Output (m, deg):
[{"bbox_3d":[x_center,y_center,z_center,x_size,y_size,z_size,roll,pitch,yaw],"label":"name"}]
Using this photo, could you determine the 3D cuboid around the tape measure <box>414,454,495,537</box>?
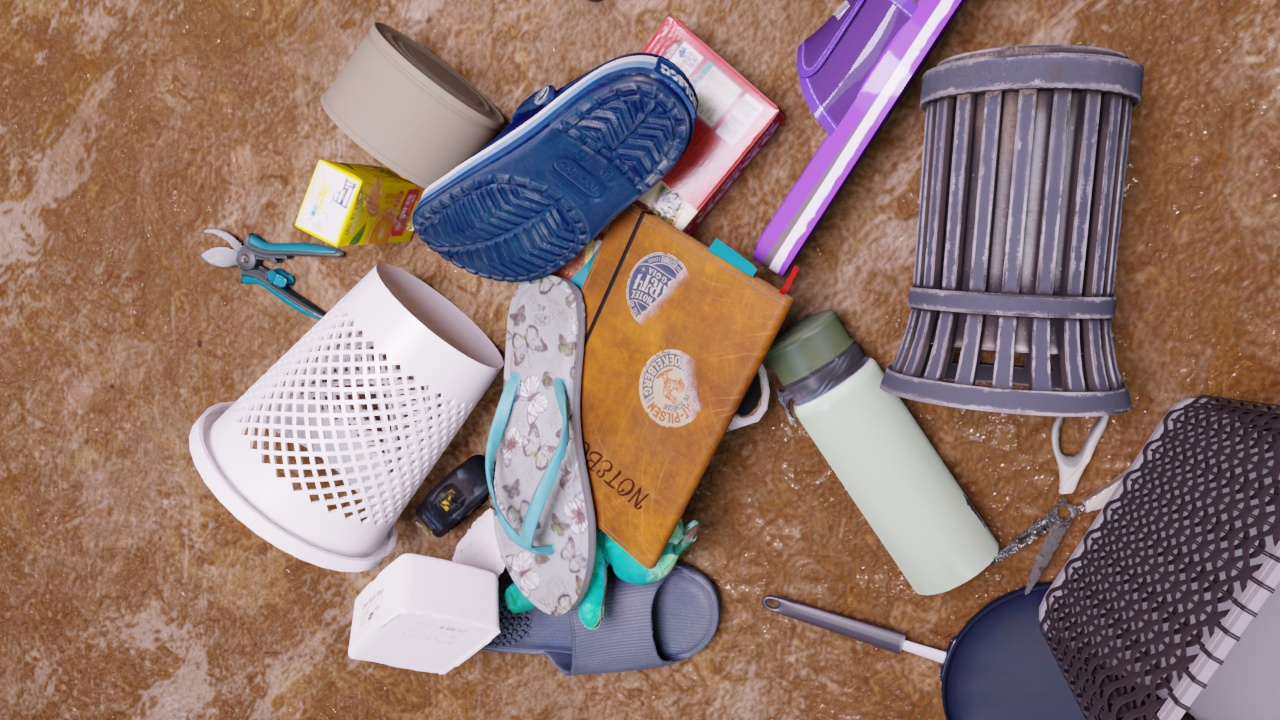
[{"bbox_3d":[-0.161,0.118,0.823,0.042,0.072,0.072,47,136,7],"label":"tape measure"}]

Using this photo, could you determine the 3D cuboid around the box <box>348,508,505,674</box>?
[{"bbox_3d":[-0.169,0.185,0.793,0.128,0.136,0.109,21,136,-31],"label":"box"}]

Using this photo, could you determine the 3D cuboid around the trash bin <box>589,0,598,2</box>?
[{"bbox_3d":[-0.015,-0.418,0.677,0.192,0.097,0.220,-24,95,17],"label":"trash bin"}]

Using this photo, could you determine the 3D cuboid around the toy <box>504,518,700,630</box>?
[{"bbox_3d":[-0.032,0.153,0.763,0.194,0.130,0.072,-22,129,14],"label":"toy"}]

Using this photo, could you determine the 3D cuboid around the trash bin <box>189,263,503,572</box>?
[{"bbox_3d":[-0.231,0.037,0.777,0.195,0.195,0.200,42,97,4],"label":"trash bin"}]

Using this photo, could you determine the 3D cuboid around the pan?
[{"bbox_3d":[0.275,0.252,0.762,0.357,0.021,0.199,15,103,10],"label":"pan"}]

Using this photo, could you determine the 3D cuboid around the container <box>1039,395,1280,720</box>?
[{"bbox_3d":[0.432,0.177,0.578,0.247,0.243,0.246,30,99,5],"label":"container"}]

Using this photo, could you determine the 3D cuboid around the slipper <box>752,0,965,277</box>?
[{"bbox_3d":[0.142,-0.196,0.676,0.084,0.107,0.267,34,111,6],"label":"slipper"}]

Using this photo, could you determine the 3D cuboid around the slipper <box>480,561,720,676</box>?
[{"bbox_3d":[-0.063,0.236,0.814,0.264,0.082,0.101,-4,100,16],"label":"slipper"}]

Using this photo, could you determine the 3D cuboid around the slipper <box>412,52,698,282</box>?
[{"bbox_3d":[-0.059,-0.144,0.679,0.254,0.095,0.105,-24,131,35],"label":"slipper"}]

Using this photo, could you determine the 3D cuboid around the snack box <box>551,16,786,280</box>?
[{"bbox_3d":[-0.003,-0.141,0.741,0.113,0.060,0.237,41,107,4],"label":"snack box"}]

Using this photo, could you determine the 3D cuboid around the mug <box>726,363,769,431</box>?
[{"bbox_3d":[0.048,0.014,0.742,0.073,0.105,0.090,34,143,-28],"label":"mug"}]

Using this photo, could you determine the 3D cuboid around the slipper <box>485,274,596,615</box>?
[{"bbox_3d":[-0.089,0.066,0.720,0.098,0.054,0.268,-3,87,36],"label":"slipper"}]

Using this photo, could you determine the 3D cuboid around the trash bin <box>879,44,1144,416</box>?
[{"bbox_3d":[0.260,-0.088,0.637,0.164,0.164,0.227,4,97,13],"label":"trash bin"}]

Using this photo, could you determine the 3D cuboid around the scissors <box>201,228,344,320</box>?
[{"bbox_3d":[-0.337,-0.088,0.857,0.125,0.019,0.156,-35,91,17],"label":"scissors"}]

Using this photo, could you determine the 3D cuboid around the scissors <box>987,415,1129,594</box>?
[{"bbox_3d":[0.347,0.106,0.715,0.162,0.012,0.158,-3,92,11],"label":"scissors"}]

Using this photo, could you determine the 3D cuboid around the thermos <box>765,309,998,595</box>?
[{"bbox_3d":[0.182,0.070,0.724,0.082,0.082,0.231,-34,91,17],"label":"thermos"}]

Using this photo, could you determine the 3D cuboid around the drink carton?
[{"bbox_3d":[-0.224,-0.129,0.760,0.043,0.134,0.058,27,103,5],"label":"drink carton"}]

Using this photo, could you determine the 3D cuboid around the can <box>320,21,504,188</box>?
[{"bbox_3d":[-0.181,-0.202,0.741,0.128,0.127,0.073,41,105,4],"label":"can"}]

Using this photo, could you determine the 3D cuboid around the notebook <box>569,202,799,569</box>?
[{"bbox_3d":[-0.004,0.006,0.702,0.178,0.014,0.250,36,111,29],"label":"notebook"}]
